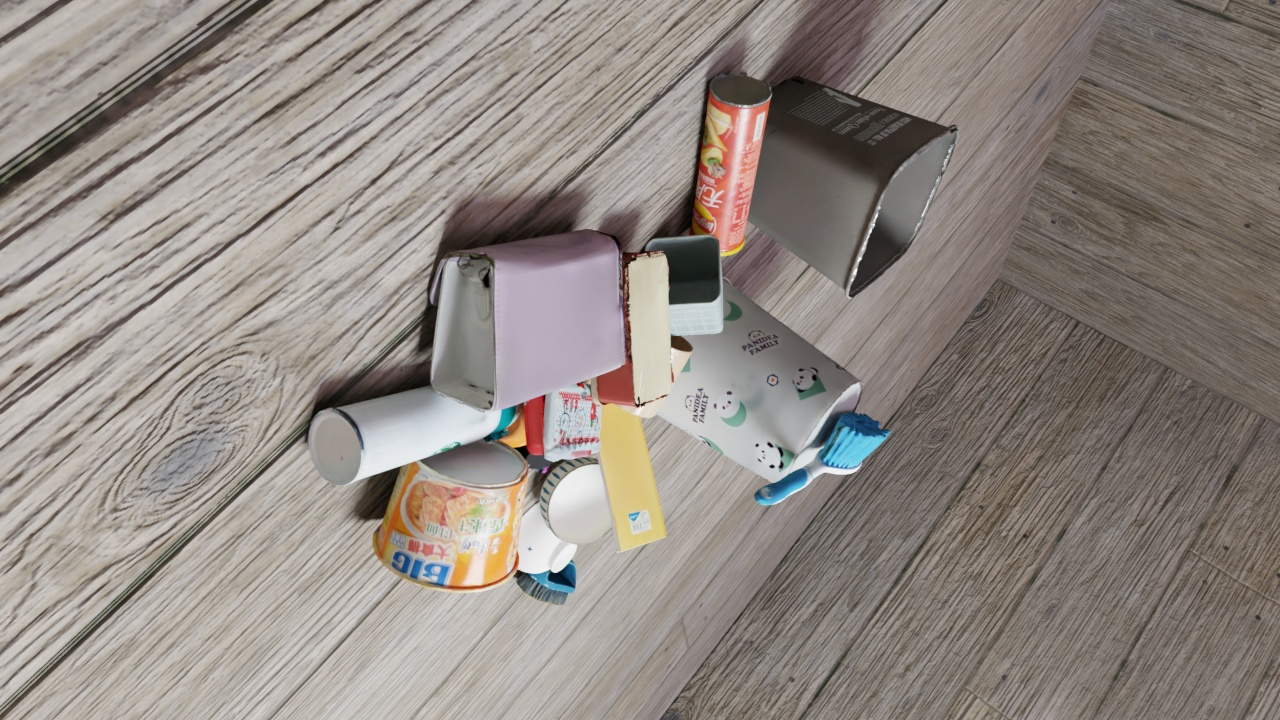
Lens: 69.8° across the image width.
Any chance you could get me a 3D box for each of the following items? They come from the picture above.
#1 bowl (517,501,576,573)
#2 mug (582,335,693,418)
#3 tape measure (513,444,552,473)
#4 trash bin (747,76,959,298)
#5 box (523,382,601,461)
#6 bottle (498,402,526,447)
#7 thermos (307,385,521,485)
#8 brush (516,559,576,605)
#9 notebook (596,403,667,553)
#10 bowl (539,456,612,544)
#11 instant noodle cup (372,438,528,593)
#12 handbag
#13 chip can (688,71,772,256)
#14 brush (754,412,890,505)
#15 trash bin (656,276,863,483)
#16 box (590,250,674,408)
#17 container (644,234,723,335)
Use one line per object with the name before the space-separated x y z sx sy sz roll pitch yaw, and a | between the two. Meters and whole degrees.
bowl | -0.127 0.253 1.262 0.118 0.065 0.118 -43 154 -27
mug | -0.007 0.007 1.171 0.124 0.084 0.104 13 113 -40
tape measure | -0.127 0.104 1.077 0.057 0.057 0.039 17 112 -52
trash bin | 0.239 -0.231 1.144 0.198 0.220 0.199 -36 150 -39
box | -0.075 0.065 0.996 0.201 0.047 0.087 14 72 -79
bottle | -0.121 0.061 1.034 0.067 0.067 0.149 -60 164 9
thermos | -0.199 0.059 0.862 0.223 0.073 0.073 -16 134 -57
brush | -0.130 0.319 1.354 0.073 0.055 0.144 -54 157 -5
notebook | -0.018 0.141 1.214 0.010 0.206 0.145 -17 171 23
bowl | -0.084 0.179 1.221 0.116 0.066 0.116 -10 111 -29
instant noodle cup | -0.183 0.144 0.921 0.151 0.151 0.111 -14 125 -58
handbag | -0.102 -0.046 0.874 0.196 0.098 0.145 -20 125 -53
chip can | 0.102 -0.224 1.074 0.073 0.073 0.217 -40 153 -32
brush | 0.241 0.127 1.193 0.110 0.060 0.313 -58 154 15
trash bin | 0.158 0.040 1.300 0.229 0.252 0.230 -42 153 -28
box | -0.004 -0.036 1.021 0.091 0.077 0.168 -20 110 -54
container | 0.058 -0.086 1.120 0.111 0.090 0.090 63 26 -66
